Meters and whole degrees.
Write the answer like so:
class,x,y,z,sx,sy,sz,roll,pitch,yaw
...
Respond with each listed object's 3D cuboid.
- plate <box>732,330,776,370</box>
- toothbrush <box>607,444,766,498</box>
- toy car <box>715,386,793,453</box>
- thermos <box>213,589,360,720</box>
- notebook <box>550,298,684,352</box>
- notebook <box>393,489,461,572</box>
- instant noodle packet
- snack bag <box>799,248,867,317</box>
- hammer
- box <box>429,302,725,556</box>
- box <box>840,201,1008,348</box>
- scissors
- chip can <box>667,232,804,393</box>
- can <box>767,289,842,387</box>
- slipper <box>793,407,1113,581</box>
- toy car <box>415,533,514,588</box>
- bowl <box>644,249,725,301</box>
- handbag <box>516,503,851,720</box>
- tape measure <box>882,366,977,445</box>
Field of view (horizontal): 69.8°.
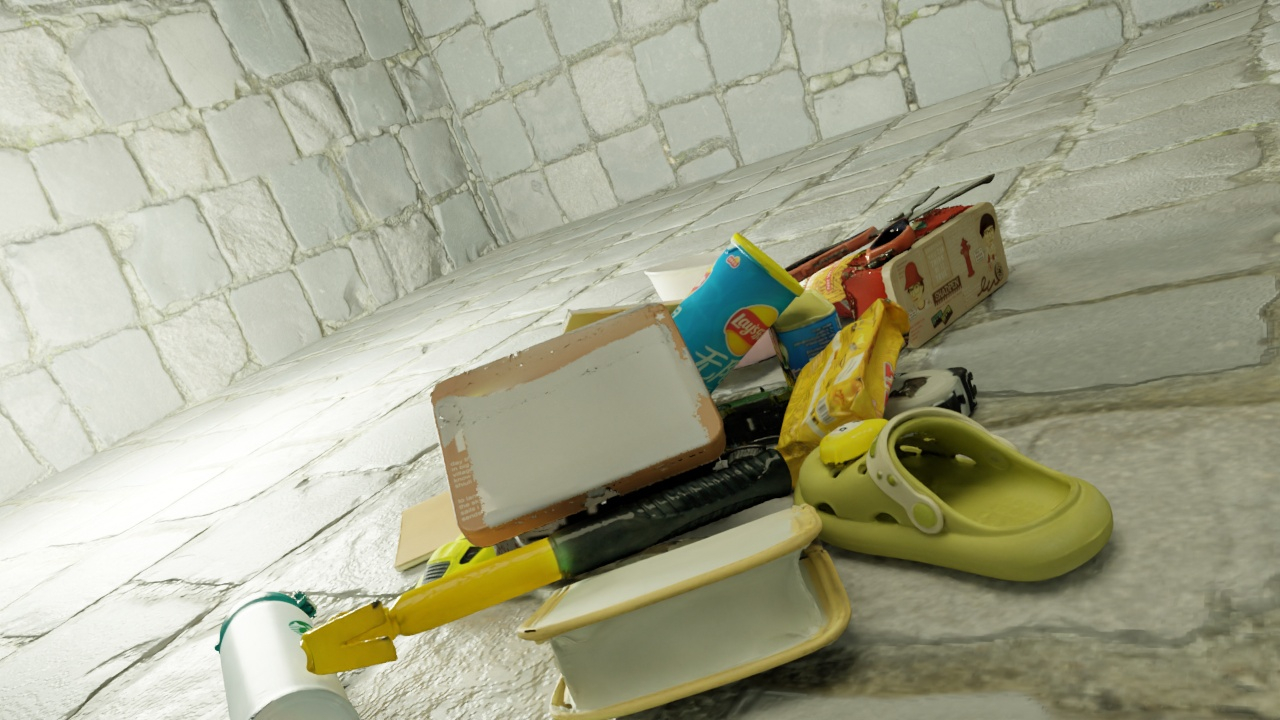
class,x,y,z,sx,sy,sz,roll,pitch,yaw
plate,0.066,-0.023,0.970,0.192,0.039,0.192,-11,11,2
toothbrush,0.011,0.098,0.733,0.190,0.014,0.016,-18,39,17
toy car,0.091,0.047,0.737,0.091,0.043,0.036,-15,16,22
thermos,-0.233,0.203,0.596,0.073,0.073,0.224,-28,15,-23
notebook,-0.005,0.005,0.790,0.205,0.010,0.146,-10,-41,-42
notebook,-0.128,0.123,0.853,0.207,0.008,0.148,-24,15,-6
instant noodle packet,0.141,0.024,0.645,0.111,0.044,0.128,-53,3,43
snack bag,0.205,-0.076,1.008,0.128,0.073,0.208,-27,8,-18
hammer,-0.048,0.116,0.541,0.300,0.033,0.129,-19,-7,-15
box,-0.038,0.052,0.628,0.182,0.150,0.166,-22,1,1
box,0.262,-0.083,0.863,0.168,0.091,0.078,-31,20,-32
scissors,0.219,-0.116,0.836,0.189,0.015,0.224,-20,14,37
chip can,0.037,-0.001,0.744,0.210,0.071,0.071,-50,10,13
can,0.144,-0.007,0.775,0.057,0.083,0.102,-21,14,3
slipper,0.162,0.062,0.510,0.091,0.081,0.191,-27,18,-29
toy car,-0.136,0.152,0.712,0.048,0.032,0.105,-16,14,25
bowl,0.068,-0.073,0.943,0.118,0.065,0.118,-11,10,2
handbag,0.029,0.132,0.519,0.163,0.063,0.178,-20,0,7
tape measure,0.199,0.032,0.655,0.066,0.033,0.065,-11,18,42
